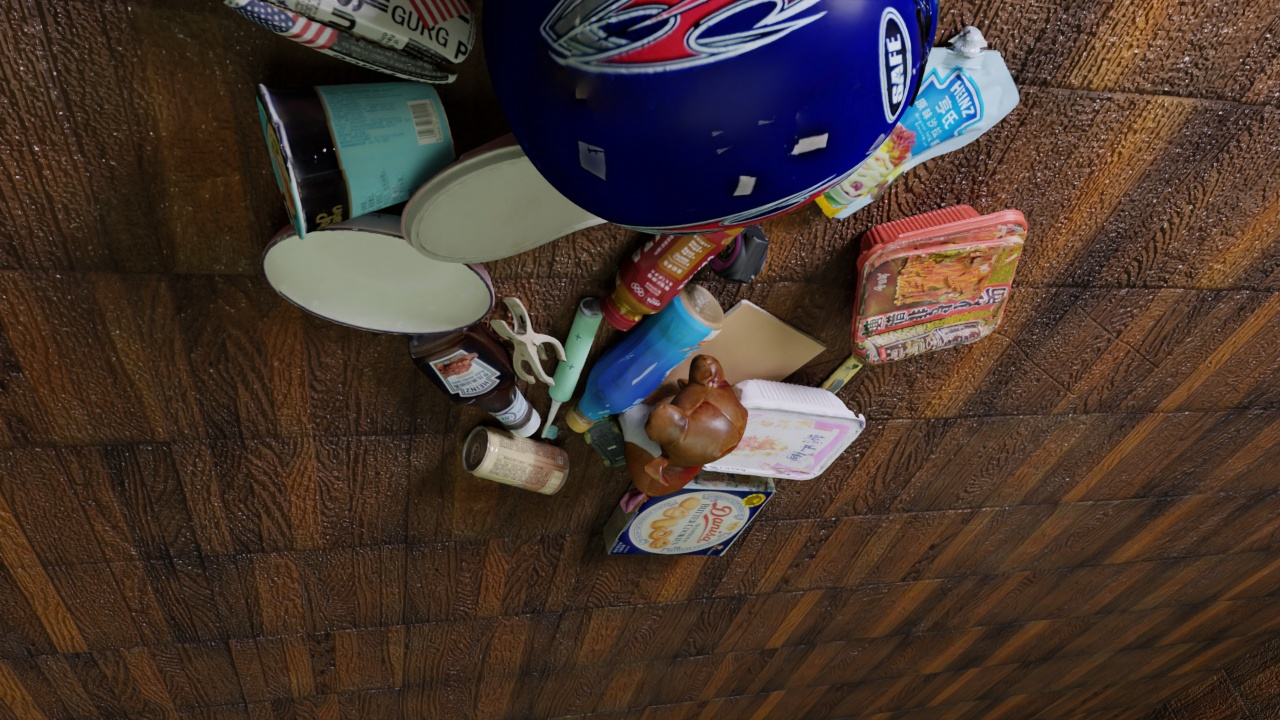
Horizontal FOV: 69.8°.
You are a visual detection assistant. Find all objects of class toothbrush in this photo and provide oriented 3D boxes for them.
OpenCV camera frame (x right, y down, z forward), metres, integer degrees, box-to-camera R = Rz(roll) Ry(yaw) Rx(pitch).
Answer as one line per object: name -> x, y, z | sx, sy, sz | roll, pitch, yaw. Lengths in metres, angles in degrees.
toothbrush -> -0.079, 0.017, 0.983 | 0.027, 0.026, 0.225 | 16, 136, -9

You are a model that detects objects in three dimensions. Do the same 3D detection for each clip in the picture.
clip -> -0.108, -0.026, 0.922 | 0.035, 0.081, 0.105 | 4, 128, 34

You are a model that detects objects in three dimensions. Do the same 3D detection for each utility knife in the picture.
utility knife -> 0.233, 0.023, 1.100 | 0.031, 0.021, 0.199 | 6, 134, -32

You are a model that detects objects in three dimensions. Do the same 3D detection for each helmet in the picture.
helmet -> 0.061, -0.209, 0.572 | 0.315, 0.240, 0.247 | -20, 141, 6

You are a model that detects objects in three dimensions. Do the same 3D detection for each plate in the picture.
plate -> -0.220, -0.077, 0.783 | 0.192, 0.039, 0.193 | 2, 157, 1

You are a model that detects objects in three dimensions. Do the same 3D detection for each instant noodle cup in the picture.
instant noodle cup -> 0.287, -0.084, 0.925 | 0.164, 0.079, 0.189 | -13, 143, -1
instant noodle cup -> -0.204, -0.155, 0.670 | 0.120, 0.111, 0.111 | -17, 145, -22
instant noodle cup -> 0.160, 0.077, 1.087 | 0.173, 0.060, 0.138 | 7, 139, -23

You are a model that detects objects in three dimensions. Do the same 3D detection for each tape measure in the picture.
tape measure -> 0.094, -0.102, 0.862 | 0.039, 0.058, 0.057 | 10, 115, -31

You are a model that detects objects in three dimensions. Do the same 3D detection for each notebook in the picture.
notebook -> 0.091, 0.018, 1.051 | 0.147, 0.008, 0.208 | 24, 129, -38

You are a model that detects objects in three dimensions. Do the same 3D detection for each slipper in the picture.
slipper -> -0.064, -0.144, 0.725 | 0.273, 0.054, 0.114 | -20, 151, -31

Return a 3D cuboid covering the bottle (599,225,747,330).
bottle -> 0.028, -0.095, 0.852 | 0.057, 0.057, 0.175 | 19, 132, -35

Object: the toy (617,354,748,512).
toy -> 0.032, 0.085, 1.014 | 0.139, 0.130, 0.200 | -47, 170, -31

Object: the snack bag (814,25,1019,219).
snack bag -> 0.228, -0.202, 0.797 | 0.191, 0.038, 0.110 | -31, 128, 20

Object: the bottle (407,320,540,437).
bottle -> -0.162, 0.021, 0.952 | 0.080, 0.044, 0.195 | -21, 142, 11

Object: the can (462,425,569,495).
can -> -0.143, 0.116, 1.063 | 0.116, 0.058, 0.059 | 22, 130, -37

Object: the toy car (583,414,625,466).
toy car -> -0.035, 0.093, 1.084 | 0.043, 0.036, 0.091 | -20, 142, 10

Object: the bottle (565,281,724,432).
bottle -> -0.006, 0.006, 0.962 | 0.065, 0.065, 0.219 | 21, 131, -36

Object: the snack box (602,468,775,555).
snack box -> 0.064, 0.203, 1.244 | 0.182, 0.045, 0.178 | 6, 139, -22

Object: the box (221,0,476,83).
box -> -0.200, -0.229, 0.622 | 0.162, 0.076, 0.087 | 12, 155, -33
